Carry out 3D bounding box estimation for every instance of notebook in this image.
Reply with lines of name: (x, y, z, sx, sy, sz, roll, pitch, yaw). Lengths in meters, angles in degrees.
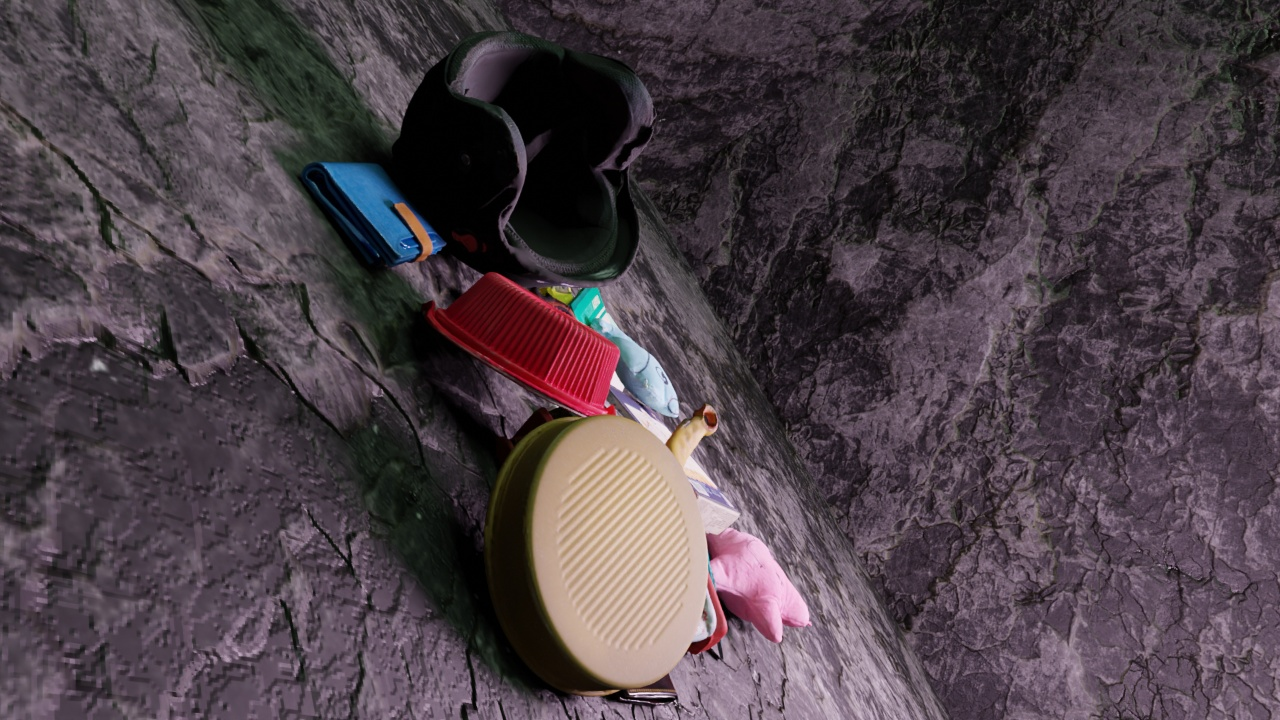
notebook: (-0.054, -0.024, 1.227, 0.209, 0.012, 0.150, -73, 144, -76)

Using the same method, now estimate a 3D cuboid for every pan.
pan: (0.003, 0.109, 0.725, 0.356, 0.078, 0.198, -36, 105, -51)

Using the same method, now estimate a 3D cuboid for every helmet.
helmet: (-0.121, -0.191, 0.935, 0.232, 0.231, 0.275, -36, 106, -44)

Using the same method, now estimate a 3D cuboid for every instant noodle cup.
instant noodle cup: (-0.089, -0.018, 0.789, 0.194, 0.066, 0.194, 30, 2, -2)

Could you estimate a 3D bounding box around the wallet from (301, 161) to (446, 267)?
wallet: (-0.225, -0.127, 0.792, 0.106, 0.040, 0.133, 51, 12, -6)

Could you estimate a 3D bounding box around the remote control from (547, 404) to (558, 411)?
remote control: (-0.057, 0.102, 0.899, 0.049, 0.024, 0.125, 43, 16, -56)

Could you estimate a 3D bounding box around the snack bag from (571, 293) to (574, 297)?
snack bag: (-0.099, -0.075, 1.232, 0.104, 0.026, 0.048, 54, 11, -5)

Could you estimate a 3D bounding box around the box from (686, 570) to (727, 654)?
box: (0.023, 0.174, 0.876, 0.155, 0.074, 0.201, 55, 14, -63)

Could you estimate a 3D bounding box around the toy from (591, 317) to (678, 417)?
toy: (-0.007, 0.007, 1.153, 0.161, 0.050, 0.156, 47, 8, -1)

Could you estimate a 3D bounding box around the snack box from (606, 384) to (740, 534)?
snack box: (0.025, 0.118, 1.080, 0.182, 0.046, 0.178, 48, 5, 26)

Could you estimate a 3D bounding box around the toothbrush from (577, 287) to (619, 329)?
toothbrush: (-0.043, -0.040, 1.390, 0.224, 0.027, 0.027, 55, 32, -8)

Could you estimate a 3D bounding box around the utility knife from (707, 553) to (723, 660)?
utility knife: (0.071, 0.235, 0.930, 0.029, 0.013, 0.180, -128, -155, -62)

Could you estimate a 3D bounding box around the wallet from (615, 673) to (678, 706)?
wallet: (-0.018, 0.219, 0.744, 0.122, 0.020, 0.096, 60, 11, 31)

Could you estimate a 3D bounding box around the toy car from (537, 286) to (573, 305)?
toy car: (-0.110, -0.096, 1.178, 0.048, 0.032, 0.105, -1, 64, -54)

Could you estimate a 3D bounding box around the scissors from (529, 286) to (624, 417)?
scissors: (-0.060, 0.014, 0.943, 0.206, 0.192, 0.015, 3, 9, -32)

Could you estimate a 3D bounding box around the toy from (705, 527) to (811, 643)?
toy: (0.142, 0.272, 1.140, 0.178, 0.075, 0.194, 40, 15, -6)

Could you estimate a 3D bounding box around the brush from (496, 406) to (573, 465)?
brush: (-0.058, 0.112, 0.755, 0.069, 0.063, 0.146, -26, 75, -45)
